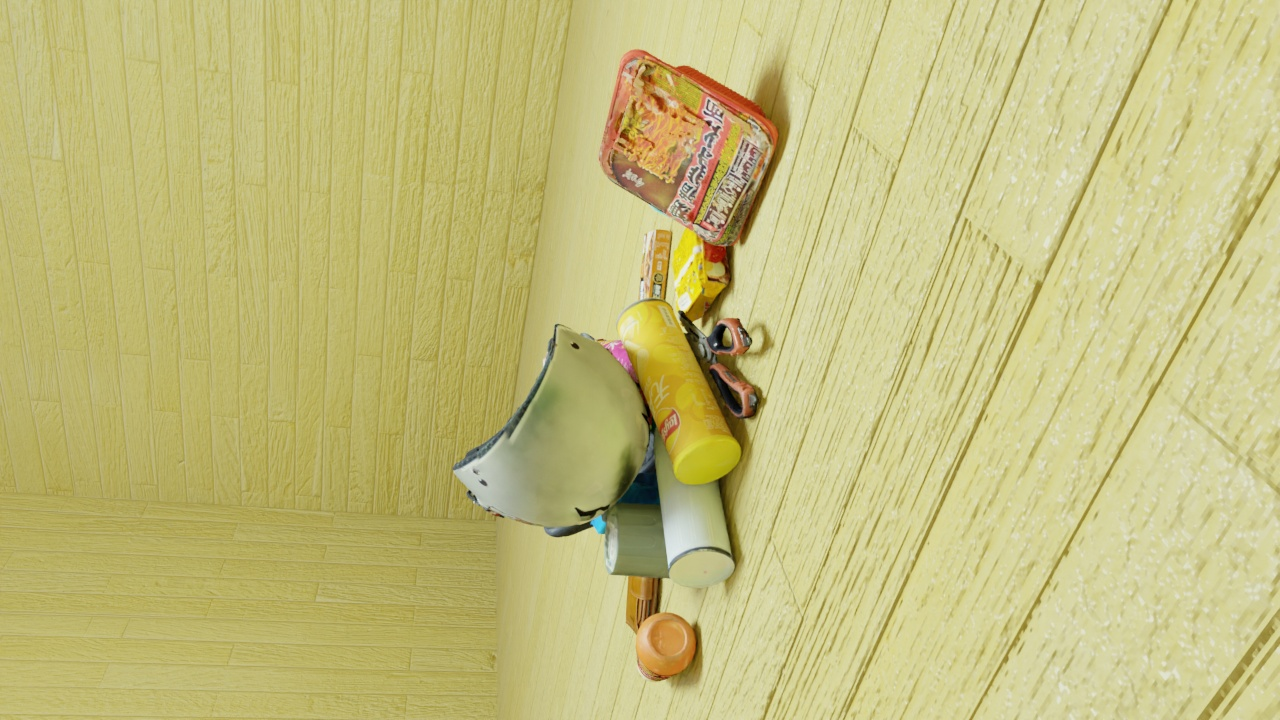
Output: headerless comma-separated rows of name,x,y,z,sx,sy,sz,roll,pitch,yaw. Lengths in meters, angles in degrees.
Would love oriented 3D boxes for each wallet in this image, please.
wallet,0.005,0.293,1.211,0.119,0.035,0.130,153,121,-82

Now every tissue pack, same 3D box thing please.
tissue pack,-0.008,0.185,1.162,0.157,0.095,0.052,117,149,-60

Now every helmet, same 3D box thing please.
helmet,-0.074,0.092,1.009,0.229,0.157,0.274,-54,-6,-11

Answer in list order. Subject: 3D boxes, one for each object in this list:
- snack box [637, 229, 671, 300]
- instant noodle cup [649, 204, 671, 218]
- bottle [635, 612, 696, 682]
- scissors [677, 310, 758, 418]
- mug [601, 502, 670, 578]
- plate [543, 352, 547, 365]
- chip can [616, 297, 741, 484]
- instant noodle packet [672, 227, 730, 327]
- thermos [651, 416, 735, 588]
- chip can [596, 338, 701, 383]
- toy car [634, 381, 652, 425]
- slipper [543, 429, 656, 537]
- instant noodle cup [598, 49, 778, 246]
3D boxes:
snack box,0.017,-0.111,1.333,0.075,0.026,0.153,-168,83,-78
instant noodle cup,0.046,-0.229,1.104,0.120,0.111,0.111,-102,20,-78
bottle,0.022,0.336,1.049,0.150,0.066,0.066,102,168,-58
scissors,0.076,-0.016,0.964,0.206,0.015,0.201,105,151,-59
mug,0.013,0.197,1.040,0.124,0.103,0.084,-137,53,-73
plate,-0.120,0.057,1.331,0.192,0.039,0.192,177,91,-83
chip can,0.036,0.028,0.978,0.072,0.072,0.213,108,149,-44
instant noodle packet,0.068,-0.106,1.066,0.129,0.044,0.110,123,149,-69
thermos,0.051,0.132,0.987,0.223,0.073,0.073,-97,18,-46
chip can,-0.007,0.007,1.167,0.211,0.071,0.071,0,85,61
toy car,0.014,0.058,1.098,0.049,0.106,0.031,11,62,48
slipper,-0.036,0.172,1.290,0.269,0.083,0.110,-40,38,35
instant noodle cup,0.053,-0.229,0.966,0.078,0.189,0.165,-47,-15,-41
